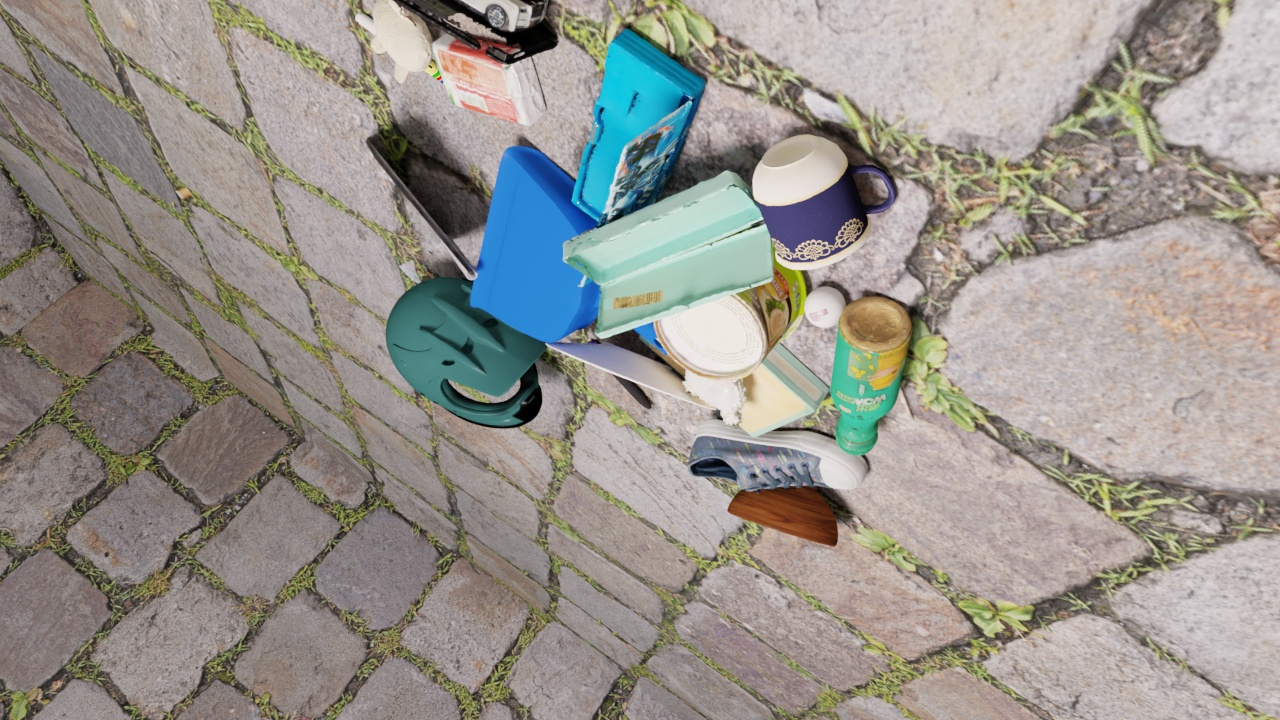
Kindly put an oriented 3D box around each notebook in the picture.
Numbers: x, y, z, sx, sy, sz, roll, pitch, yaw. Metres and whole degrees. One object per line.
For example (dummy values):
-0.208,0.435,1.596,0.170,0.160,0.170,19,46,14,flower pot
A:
-0.284,-0.197,1.169,0.178,0.013,0.245,53,176,-26,notebook

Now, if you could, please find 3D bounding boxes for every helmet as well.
-0.248,-0.017,1.329,0.275,0.176,0.200,29,154,24,helmet

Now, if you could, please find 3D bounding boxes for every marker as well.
-0.262,-0.346,1.021,0.132,0.014,0.014,36,153,5,marker
-0.028,0.020,1.296,0.018,0.015,0.134,-31,111,32,marker

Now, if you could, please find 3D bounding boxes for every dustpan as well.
-0.072,-0.084,1.067,0.257,0.059,0.246,39,135,17,dustpan

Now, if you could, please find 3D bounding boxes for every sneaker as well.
0.164,0.135,1.148,0.236,0.079,0.087,8,142,34,sneaker

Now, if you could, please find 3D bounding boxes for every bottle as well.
0.227,0.026,0.930,0.068,0.068,0.210,26,151,23,bottle

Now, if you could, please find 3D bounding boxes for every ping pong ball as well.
0.181,-0.052,0.898,0.040,0.040,0.040,30,152,17,ping pong ball

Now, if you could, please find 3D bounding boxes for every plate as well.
-0.007,0.007,1.153,0.229,0.030,0.229,21,-179,-1,plate

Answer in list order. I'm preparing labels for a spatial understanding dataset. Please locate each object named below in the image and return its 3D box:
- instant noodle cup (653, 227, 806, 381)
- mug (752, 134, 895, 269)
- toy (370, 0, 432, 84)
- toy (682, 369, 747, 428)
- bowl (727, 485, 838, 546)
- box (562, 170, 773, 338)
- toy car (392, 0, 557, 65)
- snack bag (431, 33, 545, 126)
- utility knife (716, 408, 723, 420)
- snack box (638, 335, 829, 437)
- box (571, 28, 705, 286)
0.085,-0.052,0.915,0.146,0.097,0.146,16,132,18,instant noodle cup
0.152,-0.141,0.766,0.112,0.085,0.089,-18,124,17,mug
-0.250,-0.345,0.963,0.087,0.050,0.113,53,143,10,toy
0.085,0.017,1.024,0.096,0.041,0.109,37,153,29,toy
0.194,0.188,1.202,0.147,0.069,0.147,17,176,1,bowl
0.025,-0.085,0.835,0.189,0.092,0.077,-18,154,27,box
-0.167,-0.351,0.838,0.192,0.093,0.071,34,132,10,toy car
-0.157,-0.291,0.951,0.116,0.036,0.077,23,148,29,snack bag
0.119,0.102,1.235,0.029,0.020,0.173,17,148,21,utility knife
0.105,0.003,1.072,0.193,0.044,0.142,42,152,-6,snack box
-0.029,-0.178,0.880,0.094,0.115,0.244,36,153,5,box
